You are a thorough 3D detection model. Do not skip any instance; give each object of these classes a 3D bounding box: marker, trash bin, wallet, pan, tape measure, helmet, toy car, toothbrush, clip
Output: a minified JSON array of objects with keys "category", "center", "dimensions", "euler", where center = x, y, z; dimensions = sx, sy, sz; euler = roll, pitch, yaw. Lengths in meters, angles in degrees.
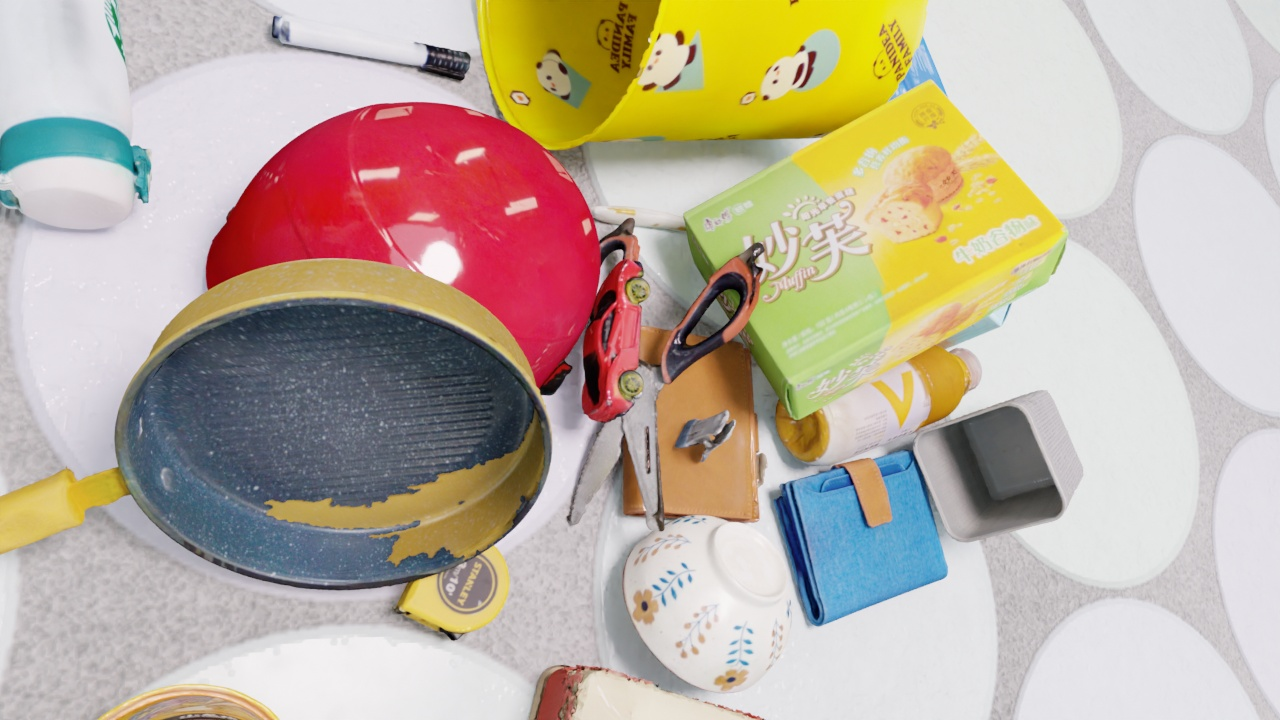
[{"category":"marker","center":[-0.179,-0.210,0.618],"dimensions":[0.130,0.018,0.022],"euler":[1,82,-29]},{"category":"trash bin","center":[0.050,-0.258,0.648],"dimensions":[0.254,0.230,0.229],"euler":[-5,75,-36]},{"category":"wallet","center":[0.037,0.045,0.640],"dimensions":[0.107,0.031,0.131],"euler":[7,71,-25]},{"category":"pan","center":[-0.219,0.058,0.427],"dimensions":[0.357,0.198,0.078],"euler":[-6,41,-8]},{"category":"tape measure","center":[-0.106,0.129,0.532],"dimensions":[0.057,0.029,0.059],"euler":[31,61,-15]},{"category":"wallet","center":[0.167,0.127,0.680],"dimensions":[0.132,0.040,0.106],"euler":[-8,81,-32]},{"category":"helmet","center":[-0.113,-0.064,0.532],"dimensions":[0.239,0.144,0.207],"euler":[-36,90,-34]},{"category":"toy car","center":[-0.018,-0.014,0.582],"dimensions":[0.031,0.049,0.106],"euler":[14,72,-23]},{"category":"toothbrush","center":[0.046,-0.108,0.708],"dimensions":[0.191,0.016,0.018],"euler":[2,61,-29]},{"category":"clip","center":[0.045,0.047,0.593],"dimensions":[0.045,0.058,0.027],"euler":[36,66,-9]}]

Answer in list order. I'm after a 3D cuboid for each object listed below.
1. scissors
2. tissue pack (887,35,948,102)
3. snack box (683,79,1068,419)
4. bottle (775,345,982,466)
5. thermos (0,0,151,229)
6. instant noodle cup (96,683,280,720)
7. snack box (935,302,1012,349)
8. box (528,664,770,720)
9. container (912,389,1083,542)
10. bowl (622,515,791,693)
[{"category":"scissors","center":[0.004,0.000,0.607],"dimensions":[0.226,0.015,0.189],"euler":[-45,60,2]},{"category":"tissue pack","center":[0.227,-0.248,0.834],"dimensions":[0.094,0.052,0.157],"euler":[-12,79,-34]},{"category":"snack box","center":[0.157,-0.078,0.640],"dimensions":[0.210,0.070,0.157],"euler":[-28,63,-1]},{"category":"bottle","center":[0.190,0.027,0.708],"dimensions":[0.189,0.068,0.068],"euler":[-15,80,-32]},{"category":"thermos","center":[-0.317,-0.182,0.502],"dimensions":[0.073,0.073,0.224],"euler":[-6,77,-31]},{"category":"instant noodle cup","center":[-0.202,0.205,0.402],"dimensions":[0.118,0.115,0.118],"euler":[9,69,-26]},{"category":"snack box","center":[0.221,-0.086,0.761],"dimensions":[0.175,0.074,0.051],"euler":[40,58,-12]},{"category":"box","center":[0.021,0.237,0.534],"dimensions":[0.168,0.080,0.091],"euler":[24,64,-20]},{"category":"container","center":[0.285,0.077,0.717],"dimensions":[0.114,0.090,0.090],"euler":[-12,80,-54]},{"category":"bowl","center":[0.052,0.140,0.570],"dimensions":[0.113,0.062,0.113],"euler":[27,35,-20]}]
